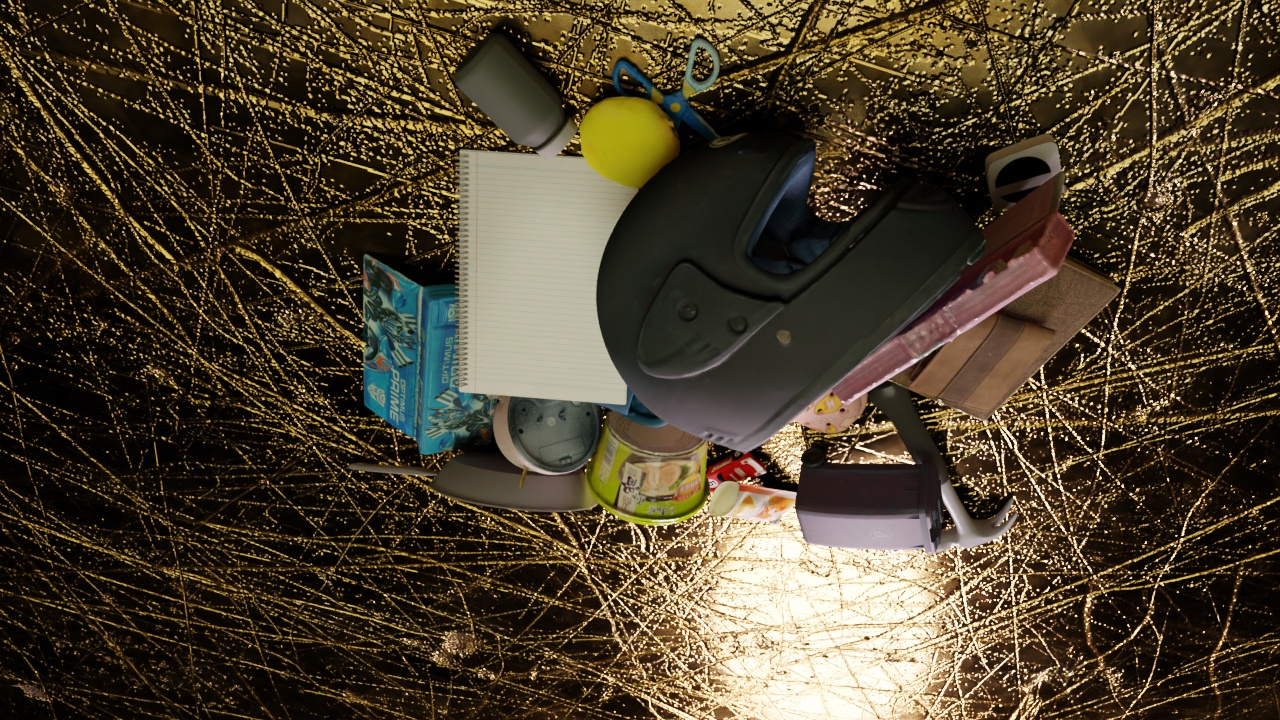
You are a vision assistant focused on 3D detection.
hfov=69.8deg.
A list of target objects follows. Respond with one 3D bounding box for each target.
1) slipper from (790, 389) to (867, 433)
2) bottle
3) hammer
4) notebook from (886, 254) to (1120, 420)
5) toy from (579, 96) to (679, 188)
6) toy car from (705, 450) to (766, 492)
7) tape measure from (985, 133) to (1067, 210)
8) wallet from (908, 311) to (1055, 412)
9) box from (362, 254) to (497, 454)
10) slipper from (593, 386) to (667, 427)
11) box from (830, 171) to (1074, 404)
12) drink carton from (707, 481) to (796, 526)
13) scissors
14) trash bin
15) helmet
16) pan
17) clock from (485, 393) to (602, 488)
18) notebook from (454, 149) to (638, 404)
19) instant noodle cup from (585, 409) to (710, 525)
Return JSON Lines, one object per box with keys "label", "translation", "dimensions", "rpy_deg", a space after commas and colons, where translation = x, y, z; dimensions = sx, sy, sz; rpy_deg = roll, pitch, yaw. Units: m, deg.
{"label": "slipper", "translation": [0.163, 0.028, 1.000], "dimensions": [0.197, 0.081, 0.093], "rpy_deg": [29, 128, -16]}
{"label": "bottle", "translation": [-0.108, -0.231, 0.810], "dimensions": [0.060, 0.060, 0.108], "rpy_deg": [-31, 122, 29]}
{"label": "hammer", "translation": [0.355, 0.128, 1.102], "dimensions": [0.125, 0.029, 0.311], "rpy_deg": [-21, 126, 24]}
{"label": "notebook", "translation": [0.342, -0.039, 0.947], "dimensions": [0.190, 0.034, 0.216], "rpy_deg": [22, 131, -12]}
{"label": "toy", "translation": [-0.010, -0.197, 0.832], "dimensions": [0.094, 0.041, 0.095], "rpy_deg": [-13, 131, 30]}
{"label": "toy car", "translation": [0.111, 0.140, 1.143], "dimensions": [0.090, 0.025, 0.038], "rpy_deg": [-32, 122, 30]}
{"label": "tape measure", "translation": [0.352, -0.169, 0.840], "dimensions": [0.065, 0.016, 0.064], "rpy_deg": [-15, 128, 19]}
{"label": "wallet", "translation": [0.346, -0.001, 0.940], "dimensions": [0.098, 0.026, 0.121], "rpy_deg": [15, 132, -8]}
{"label": "box", "translation": [-0.241, 0.007, 1.036], "dimensions": [0.170, 0.071, 0.244], "rpy_deg": [12, 132, -3]}
{"label": "slipper", "translation": [-0.049, -0.007, 0.965], "dimensions": [0.214, 0.059, 0.104], "rpy_deg": [32, 116, 10]}
{"label": "box", "translation": [0.282, -0.061, 0.827], "dimensions": [0.039, 0.178, 0.233], "rpy_deg": [46, 134, -3]}
{"label": "drink carton", "translation": [0.149, 0.182, 1.160], "dimensions": [0.122, 0.038, 0.069], "rpy_deg": [14, 130, -36]}
{"label": "scissors", "translation": [0.036, -0.235, 0.823], "dimensions": [0.125, 0.015, 0.127], "rpy_deg": [36, 132, -23]}
{"label": "trash bin", "translation": [0.273, 0.168, 1.088], "dimensions": [0.161, 0.092, 0.094], "rpy_deg": [-2, 133, 23]}
{"label": "helmet", "translation": [0.099, -0.081, 0.801], "dimensions": [0.236, 0.248, 0.317], "rpy_deg": [47, 123, 2]}
{"label": "pan", "translation": [-0.219, 0.139, 1.132], "dimensions": [0.357, 0.200, 0.051], "rpy_deg": [8, 92, 26]}
{"label": "clock", "translation": [-0.112, 0.052, 1.018], "dimensions": [0.059, 0.116, 0.158], "rpy_deg": [-19, 87, 53]}
{"label": "notebook", "translation": [-0.097, -0.079, 0.911], "dimensions": [0.178, 0.013, 0.246], "rpy_deg": [4, 107, 3]}
{"label": "instant noodle cup", "translation": [0.014, 0.109, 1.056], "dimensions": [0.146, 0.146, 0.098], "rpy_deg": [8, 121, -1]}
